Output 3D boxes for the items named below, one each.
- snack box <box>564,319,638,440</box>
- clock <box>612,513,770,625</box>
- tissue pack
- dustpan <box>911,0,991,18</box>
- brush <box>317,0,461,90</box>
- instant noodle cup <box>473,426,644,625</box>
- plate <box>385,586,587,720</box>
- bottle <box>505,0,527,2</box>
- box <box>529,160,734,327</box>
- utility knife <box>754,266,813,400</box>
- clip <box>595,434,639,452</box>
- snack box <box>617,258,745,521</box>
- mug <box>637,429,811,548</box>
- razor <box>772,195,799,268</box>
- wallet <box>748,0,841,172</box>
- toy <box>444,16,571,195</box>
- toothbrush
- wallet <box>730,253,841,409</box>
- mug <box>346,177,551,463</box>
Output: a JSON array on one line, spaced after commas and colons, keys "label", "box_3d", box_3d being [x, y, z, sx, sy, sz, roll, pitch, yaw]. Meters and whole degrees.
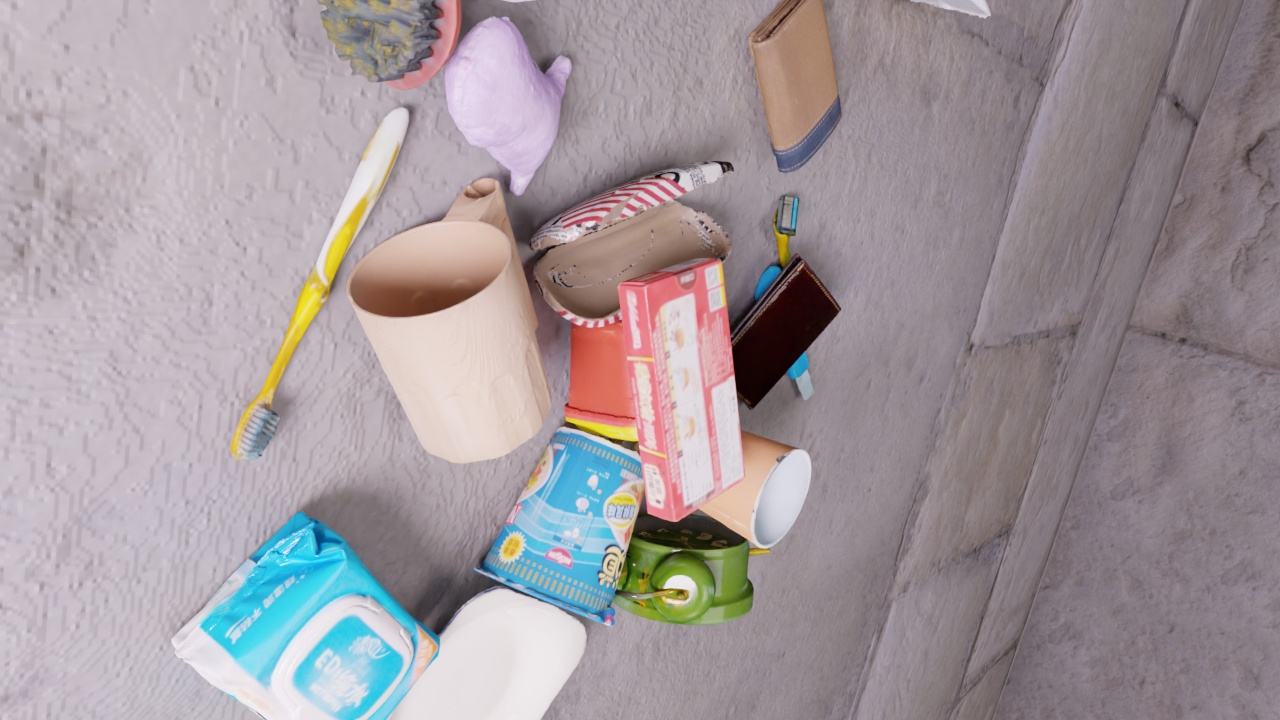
[{"label": "snack box", "box_3d": [-0.004, 0.004, 0.624, 0.091, 0.082, 0.080, -20, 110, -48]}, {"label": "clock", "box_3d": [0.023, 0.161, 0.709, 0.161, 0.116, 0.056, -5, 100, -55]}, {"label": "tissue pack", "box_3d": [-0.170, 0.152, 0.491, 0.089, 0.063, 0.140, -49, 141, -25]}, {"label": "dustpan", "box_3d": [0.045, -0.291, 0.417, 0.222, 0.257, 0.143, -10, 136, -41]}, {"label": "brush", "box_3d": [-0.107, -0.193, 0.397, 0.069, 0.063, 0.146, -67, 161, -59]}, {"label": "instant noodle cup", "box_3d": [-0.044, 0.108, 0.616, 0.099, 0.099, 0.109, 44, 64, -53]}, {"label": "plate", "box_3d": [-0.117, 0.230, 0.624, 0.164, 0.034, 0.163, -57, 144, -10]}, {"label": "bottle", "box_3d": [-0.010, -0.237, 0.495, 0.196, 0.068, 0.068, -31, 131, -45]}, {"label": "box", "box_3d": [0.002, -0.072, 0.590, 0.162, 0.076, 0.088, -33, 110, -42]}, {"label": "utility knife", "box_3d": [0.138, -0.016, 0.847, 0.034, 0.018, 0.191, -55, 144, -19]}, {"label": "clip", "box_3d": [-0.002, 0.039, 0.695, 0.104, 0.083, 0.035, -65, 150, -45]}, {"label": "snack box", "box_3d": [0.028, 0.017, 0.578, 0.075, 0.025, 0.153, -23, 112, -43]}, {"label": "mug", "box_3d": [0.058, 0.082, 0.703, 0.078, 0.123, 0.078, -30, 131, -41]}, {"label": "razor", "box_3d": [0.139, -0.082, 0.802, 0.132, 0.028, 0.043, 59, 31, -46]}, {"label": "wallet", "box_3d": [0.120, -0.215, 0.704, 0.090, 0.033, 0.115, -51, 141, -26]}, {"label": "toy", "box_3d": [-0.068, -0.138, 0.481, 0.084, 0.039, 0.108, -70, 163, 0]}, {"label": "toothbrush", "box_3d": [-0.154, -0.038, 0.449, 0.016, 0.018, 0.191, 29, 84, -56]}, {"label": "wallet", "box_3d": [0.115, -0.021, 0.788, 0.122, 0.020, 0.096, -49, 139, 2]}, {"label": "mug", "box_3d": [-0.092, -0.022, 0.500, 0.124, 0.084, 0.104, -71, 157, -45]}]
